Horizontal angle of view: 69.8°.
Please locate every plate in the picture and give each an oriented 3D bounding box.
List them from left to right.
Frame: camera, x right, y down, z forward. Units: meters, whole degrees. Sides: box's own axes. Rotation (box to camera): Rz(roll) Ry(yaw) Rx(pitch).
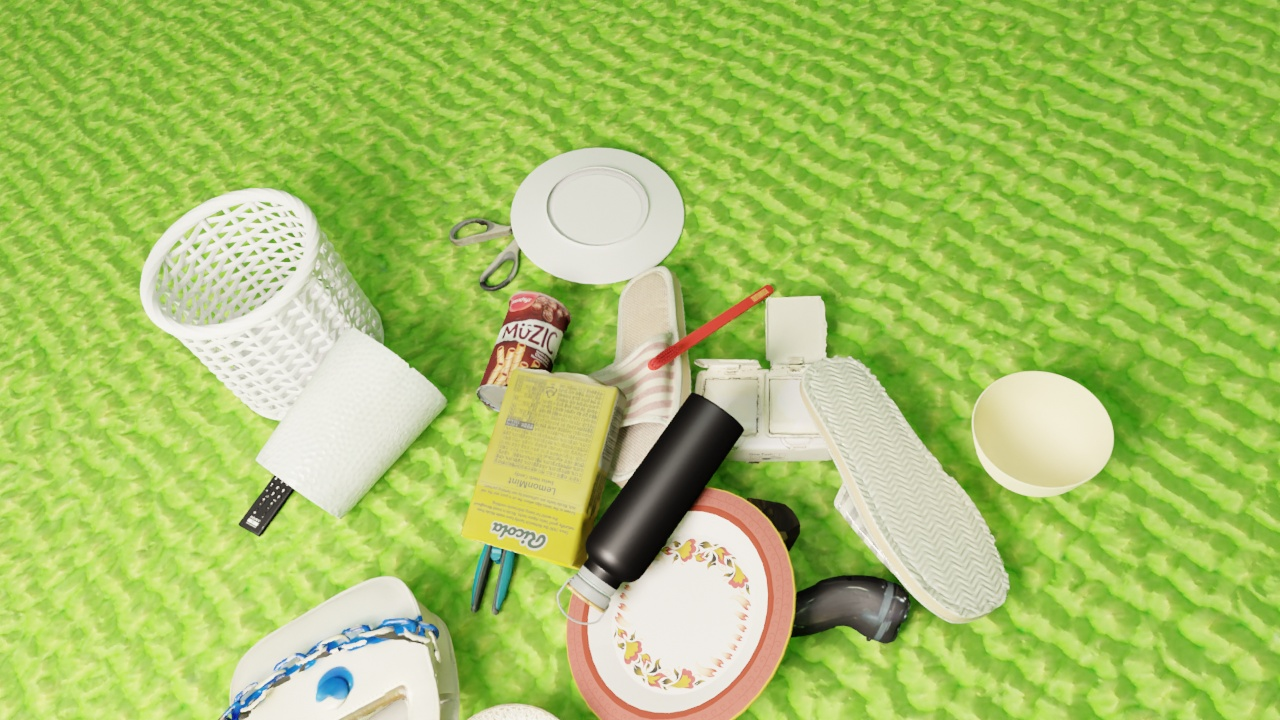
[{"bbox_3d":[-0.052,-0.181,1.099,0.208,0.015,0.208,0,60,0],"label":"plate"},{"bbox_3d":[0.034,0.223,0.821,0.230,0.021,0.229,-19,51,24],"label":"plate"}]

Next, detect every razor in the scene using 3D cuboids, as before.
[{"bbox_3d":[0.167,0.226,0.811,0.140,0.053,0.063,-14,83,8],"label":"razor"}]

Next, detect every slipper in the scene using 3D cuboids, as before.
[{"bbox_3d":[-0.006,0.006,0.955,0.115,0.052,0.262,-23,47,34],"label":"slipper"},{"bbox_3d":[0.232,0.114,0.845,0.114,0.054,0.272,-16,63,-28],"label":"slipper"}]

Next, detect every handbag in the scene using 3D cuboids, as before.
[{"bbox_3d":[-0.254,0.296,0.787,0.200,0.093,0.199,-31,41,-7],"label":"handbag"}]

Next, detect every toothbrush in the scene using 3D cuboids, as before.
[{"bbox_3d":[0.080,-0.040,0.954,0.211,0.018,0.012,-33,81,-40],"label":"toothbrush"}]

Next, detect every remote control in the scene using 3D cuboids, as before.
[{"bbox_3d":[-0.381,0.125,0.995,0.030,0.009,0.139,21,64,21],"label":"remote control"}]

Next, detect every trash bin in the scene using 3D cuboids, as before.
[{"bbox_3d":[-0.301,0.068,0.950,0.133,0.133,0.161,28,72,24],"label":"trash bin"}]

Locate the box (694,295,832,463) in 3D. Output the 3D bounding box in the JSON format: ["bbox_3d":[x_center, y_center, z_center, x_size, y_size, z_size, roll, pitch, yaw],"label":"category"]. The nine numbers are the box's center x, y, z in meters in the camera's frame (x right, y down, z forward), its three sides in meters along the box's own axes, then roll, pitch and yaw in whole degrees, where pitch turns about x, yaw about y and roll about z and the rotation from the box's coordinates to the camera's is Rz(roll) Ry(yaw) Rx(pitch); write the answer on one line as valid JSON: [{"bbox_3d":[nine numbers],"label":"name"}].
[{"bbox_3d":[0.122,0.001,0.925,0.143,0.099,0.183,-2,59,9],"label":"box"}]

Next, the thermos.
[{"bbox_3d":[0.005,0.139,0.838,0.061,0.061,0.231,32,81,26],"label":"thermos"}]

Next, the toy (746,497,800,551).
[{"bbox_3d":[0.113,0.173,0.840,0.076,0.062,0.100,-24,37,16],"label":"toy"}]

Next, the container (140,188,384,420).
[{"bbox_3d":[-0.404,-0.057,1.006,0.189,0.187,0.189,-5,58,7],"label":"container"}]

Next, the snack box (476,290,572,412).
[{"bbox_3d":[-0.126,-0.007,0.993,0.072,0.072,0.121,8,61,15],"label":"snack box"}]

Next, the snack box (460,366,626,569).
[{"bbox_3d":[-0.090,0.100,0.892,0.121,0.045,0.180,10,76,19],"label":"snack box"}]

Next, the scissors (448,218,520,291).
[{"bbox_3d":[-0.160,-0.150,1.121,0.171,0.013,0.157,4,62,14],"label":"scissors"}]

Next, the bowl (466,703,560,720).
[{"bbox_3d":[-0.103,0.367,0.762,0.145,0.063,0.145,-5,59,8],"label":"bowl"}]

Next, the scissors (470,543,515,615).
[{"bbox_3d":[-0.144,0.179,0.913,0.139,0.019,0.136,-31,59,-7],"label":"scissors"}]

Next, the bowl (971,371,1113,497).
[{"bbox_3d":[0.363,0.079,0.847,0.118,0.074,0.117,-5,58,7],"label":"bowl"}]
